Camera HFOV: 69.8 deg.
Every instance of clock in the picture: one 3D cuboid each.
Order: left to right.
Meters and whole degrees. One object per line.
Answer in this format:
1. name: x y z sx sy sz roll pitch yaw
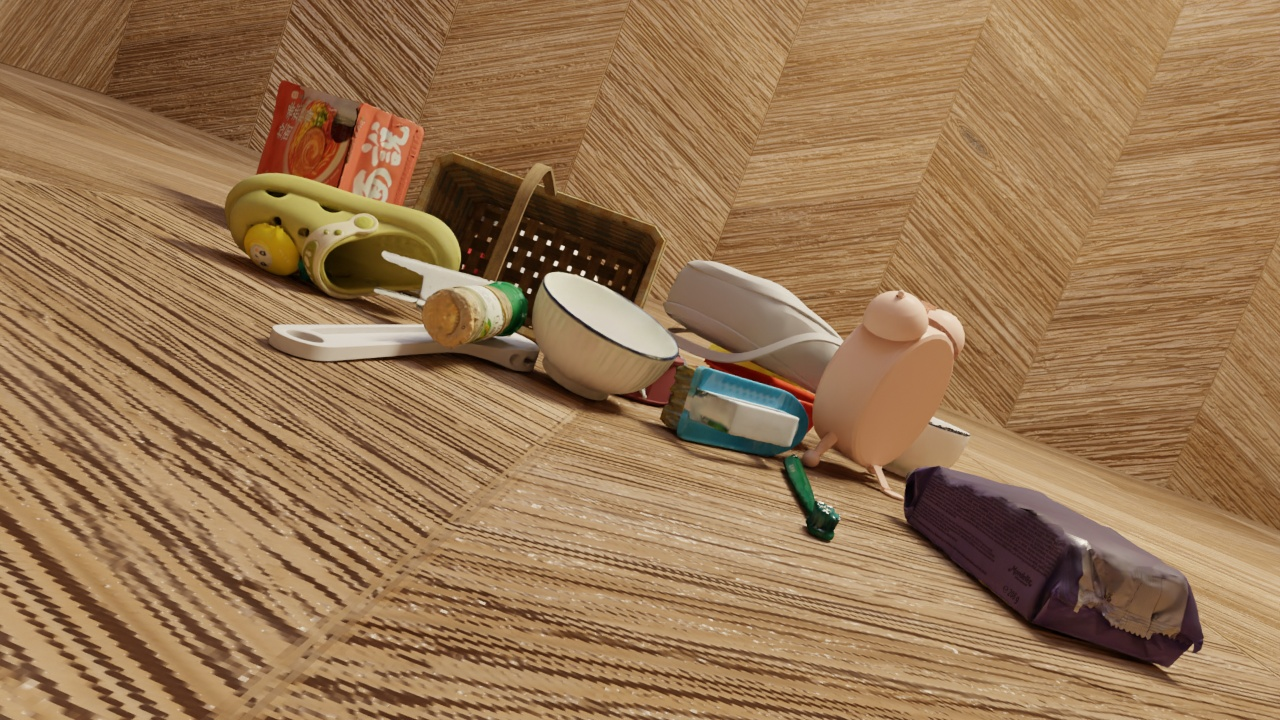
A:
1. clock: -0.005 0.005 0.808 0.087 0.044 0.124 22 7 13
2. clock: 0.216 0.027 0.776 0.086 0.160 0.131 27 9 40

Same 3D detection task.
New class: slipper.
1. slipper: -0.243 -0.085 0.737 0.190 0.092 0.081 11 47 -3

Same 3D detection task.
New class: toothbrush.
1. toothbrush: 0.112 0.085 0.614 0.016 0.017 0.189 20 7 2

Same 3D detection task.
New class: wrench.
1. wrench: -0.147 -0.010 0.626 0.087 0.018 0.273 22 8 13

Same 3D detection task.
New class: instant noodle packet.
1. instant noodle packet: -0.351 -0.208 0.995 0.221 0.164 0.083 26 10 36

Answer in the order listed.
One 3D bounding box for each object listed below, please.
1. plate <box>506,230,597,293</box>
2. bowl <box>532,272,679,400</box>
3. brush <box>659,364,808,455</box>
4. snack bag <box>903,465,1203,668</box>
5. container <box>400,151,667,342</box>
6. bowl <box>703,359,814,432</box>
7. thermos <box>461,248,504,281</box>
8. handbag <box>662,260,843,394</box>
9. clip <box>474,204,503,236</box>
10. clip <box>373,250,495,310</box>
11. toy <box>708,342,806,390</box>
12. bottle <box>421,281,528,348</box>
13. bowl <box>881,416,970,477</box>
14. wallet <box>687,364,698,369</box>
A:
1. plate: -0.097 -0.107 1.089 0.174 0.036 0.173 39 26 -24
2. bowl: -0.036 -0.011 0.707 0.118 0.062 0.118 28 18 -10
3. brush: 0.088 0.045 0.705 0.135 0.055 0.075 15 4 -40
4. snack bag: 0.251 0.118 0.589 0.096 0.058 0.205 18 7 -10
5. container: -0.112 -0.099 0.895 0.250 0.157 0.186 21 -4 6
6. bowl: 0.114 0.041 0.868 0.130 0.045 0.130 20 6 -3
7. thermos: -0.170 -0.105 1.101 0.073 0.073 0.239 24 9 31
8. handbag: 0.142 -0.003 0.897 0.222 0.095 0.216 31 -1 -40
9. clip: -0.220 -0.148 1.048 0.028 0.163 0.106 61 -15 13
10. clip: -0.155 -0.048 0.712 0.102 0.053 0.058 14 -26 -16
11. toy: 0.161 -0.002 1.090 0.133 0.092 0.208 22 -4 -23
12. bottle: -0.114 -0.034 0.644 0.043 0.043 0.111 21 10 8
13. bowl: 0.265 0.081 0.922 0.113 0.063 0.113 20 7 -3
14. wallet: 0.105 0.033 1.056 0.121 0.013 0.087 25 6 18
